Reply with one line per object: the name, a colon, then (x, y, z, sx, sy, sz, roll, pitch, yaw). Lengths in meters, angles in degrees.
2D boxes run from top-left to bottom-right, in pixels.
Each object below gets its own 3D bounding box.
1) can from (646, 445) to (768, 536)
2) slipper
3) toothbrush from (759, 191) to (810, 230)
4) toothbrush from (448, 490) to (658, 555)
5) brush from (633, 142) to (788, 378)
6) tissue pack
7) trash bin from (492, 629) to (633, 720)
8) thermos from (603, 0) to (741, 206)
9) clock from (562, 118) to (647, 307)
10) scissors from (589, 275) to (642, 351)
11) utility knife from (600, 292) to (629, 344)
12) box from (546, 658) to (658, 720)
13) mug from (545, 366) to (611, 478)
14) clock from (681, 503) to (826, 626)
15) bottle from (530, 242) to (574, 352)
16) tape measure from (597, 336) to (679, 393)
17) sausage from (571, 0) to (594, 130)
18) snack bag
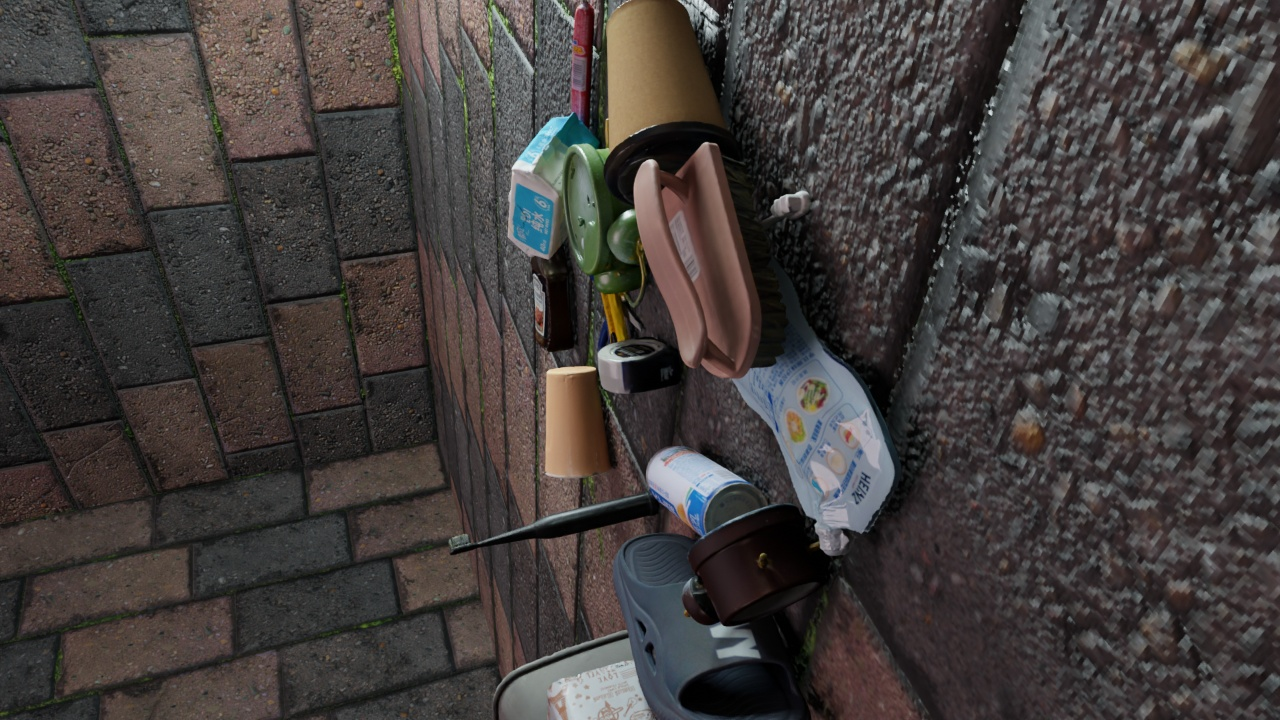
can: (0.049, 0.106, 0.726, 0.135, 0.053, 0.053, -157, 59, -70)
slipper: (0.041, 0.193, 0.717, 0.268, 0.110, 0.083, -130, 37, -64)
toothbrush: (0.068, -0.083, 0.621, 0.180, 0.016, 0.016, 158, 105, -73)
toothbrush: (-0.085, 0.164, 0.916, 0.026, 0.212, 0.027, 104, 151, -54)
brush: (0.039, -0.055, 0.547, 0.063, 0.073, 0.145, -41, 52, 47)
tissue pack: (-0.093, -0.176, 0.937, 0.089, 0.063, 0.140, -60, -5, -30)
trash bin: (-0.021, 0.427, 0.923, 0.220, 0.198, 0.199, -144, 46, -58)
thermos: (0.016, -0.173, 0.630, 0.093, 0.093, 0.143, 119, 146, -64)
clock: (-0.025, -0.123, 0.823, 0.116, 0.056, 0.161, 116, 141, -63)
scissors: (-0.031, -0.061, 0.955, 0.175, 0.012, 0.163, -121, 28, -46)
utility knife: (-0.028, -0.044, 0.914, 0.033, 0.015, 0.154, 154, 104, -66)
box: (0.022, 0.367, 0.755, 0.106, 0.177, 0.272, -139, 42, -64)
mug: (-0.077, 0.071, 1.079, 0.078, 0.078, 0.123, -168, 74, -72)
clock: (0.073, 0.144, 0.618, 0.055, 0.082, 0.122, 65, 145, 26)
bottle: (-0.112, -0.111, 1.129, 0.080, 0.044, 0.195, -134, 38, -59)
tape measure: (-0.005, 0.005, 0.817, 0.066, 0.066, 0.033, -142, 43, -65)
sausage: (-0.057, -0.277, 0.898, 0.020, 0.020, 0.156, -117, 24, -43)
snack bag: (0.095, 0.022, 0.557, 0.191, 0.038, 0.111, -116, 34, -41)
